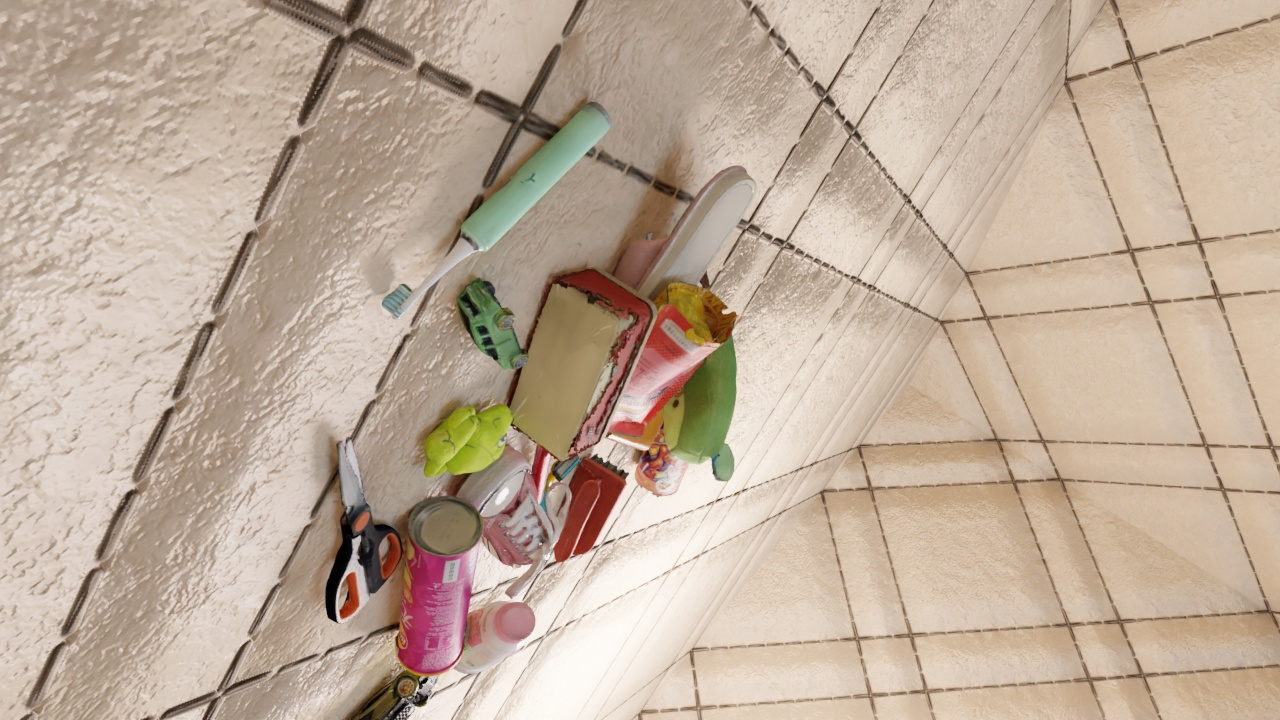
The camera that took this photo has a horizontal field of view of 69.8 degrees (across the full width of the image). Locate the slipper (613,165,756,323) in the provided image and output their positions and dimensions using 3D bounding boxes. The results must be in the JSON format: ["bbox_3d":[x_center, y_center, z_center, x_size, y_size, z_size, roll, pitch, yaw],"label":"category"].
[{"bbox_3d":[0.017,-0.086,0.917,0.114,0.054,0.275,-15,146,-54],"label":"slipper"}]

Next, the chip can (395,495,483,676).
[{"bbox_3d":[-0.200,0.226,0.905,0.071,0.071,0.211,-34,151,-43],"label":"chip can"}]

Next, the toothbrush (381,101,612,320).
[{"bbox_3d":[-0.100,-0.109,0.666,0.224,0.027,0.026,-48,-173,-17],"label":"toothbrush"}]

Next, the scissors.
[{"bbox_3d":[-0.230,0.128,0.769,0.136,0.022,0.235,-36,149,-59],"label":"scissors"}]

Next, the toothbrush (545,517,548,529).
[{"bbox_3d":[-0.116,0.218,1.110,0.018,0.015,0.181,-50,172,-28],"label":"toothbrush"}]

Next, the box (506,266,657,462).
[{"bbox_3d":[-0.060,0.007,0.843,0.079,0.091,0.169,-29,147,-55],"label":"box"}]

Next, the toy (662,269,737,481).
[{"bbox_3d":[0.064,0.013,1.042,0.227,0.090,0.246,98,-6,-51],"label":"toy"}]

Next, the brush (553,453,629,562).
[{"bbox_3d":[-0.071,0.191,1.148,0.069,0.063,0.146,-44,162,-58],"label":"brush"}]

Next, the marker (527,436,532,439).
[{"bbox_3d":[-0.095,0.083,0.991,0.022,0.018,0.130,-51,160,3],"label":"marker"}]

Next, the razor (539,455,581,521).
[{"bbox_3d":[-0.104,0.158,1.070,0.043,0.028,0.133,-49,166,-46],"label":"razor"}]

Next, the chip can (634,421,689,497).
[{"bbox_3d":[0.052,0.090,1.248,0.071,0.071,0.215,-33,151,-46],"label":"chip can"}]

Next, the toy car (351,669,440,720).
[{"bbox_3d":[-0.286,0.397,1.023,0.157,0.042,0.070,-44,157,-23],"label":"toy car"}]

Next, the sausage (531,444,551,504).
[{"bbox_3d":[-0.109,0.122,0.996,0.020,0.020,0.156,-42,164,-31],"label":"sausage"}]

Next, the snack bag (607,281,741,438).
[{"bbox_3d":[0.005,0.014,0.924,0.128,0.073,0.208,2,142,-41],"label":"snack bag"}]

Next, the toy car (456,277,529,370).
[{"bbox_3d":[-0.118,-0.026,0.731,0.036,0.043,0.091,-34,147,-11],"label":"toy car"}]

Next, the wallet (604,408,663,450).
[{"bbox_3d":[0.004,0.048,1.111,0.119,0.035,0.130,-67,156,-4],"label":"wallet"}]

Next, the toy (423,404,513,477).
[{"bbox_3d":[-0.155,0.072,0.823,0.096,0.031,0.100,-49,155,-15],"label":"toy"}]

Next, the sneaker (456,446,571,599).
[{"bbox_3d":[-0.125,0.171,0.959,0.118,0.088,0.241,-45,159,-23],"label":"sneaker"}]

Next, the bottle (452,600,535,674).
[{"bbox_3d":[-0.164,0.302,1.009,0.068,0.068,0.197,-40,179,-34],"label":"bottle"}]
